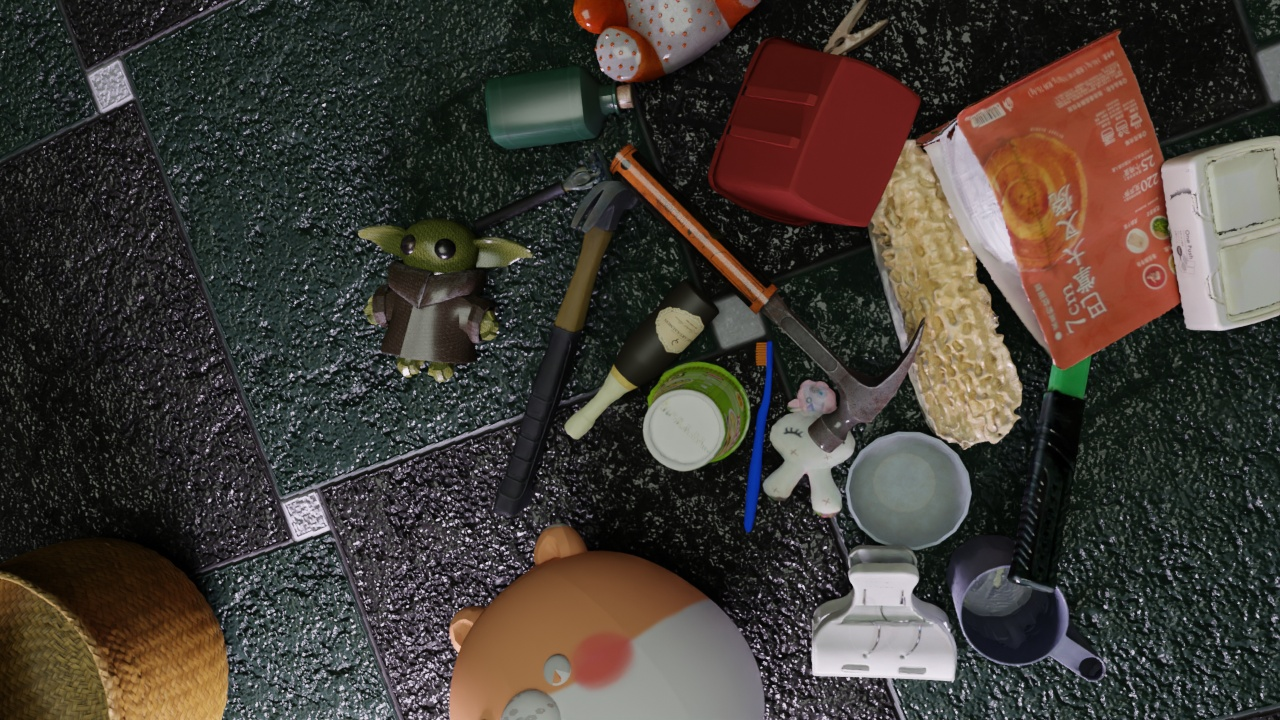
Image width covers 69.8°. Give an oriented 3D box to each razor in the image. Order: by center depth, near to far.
[{"bbox_3d":[-0.096,-0.155,0.877,0.144,0.022,0.043,-21,90,13],"label":"razor"}]

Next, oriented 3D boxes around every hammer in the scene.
[{"bbox_3d":[0.347,0.028,0.747,0.130,0.032,0.318,17,78,0],"label":"hammer"},{"bbox_3d":[0.101,-0.076,0.785,0.314,0.034,0.138,45,113,2],"label":"hammer"},{"bbox_3d":[-0.075,-0.006,0.852,0.025,0.117,0.333,22,104,11],"label":"hammer"}]

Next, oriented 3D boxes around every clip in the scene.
[{"bbox_3d":[0.184,-0.295,0.807,0.061,0.024,0.041,-28,90,16],"label":"clip"},{"bbox_3d":[0.214,0.240,0.809,0.126,0.095,0.152,-1,126,9],"label":"clip"}]

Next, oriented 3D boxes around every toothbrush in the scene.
[{"bbox_3d":[0.108,0.072,0.860,0.018,0.016,0.182,8,97,16],"label":"toothbrush"}]

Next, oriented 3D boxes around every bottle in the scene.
[{"bbox_3d":[-0.071,-0.235,0.844,0.131,0.061,0.061,-5,92,12],"label":"bottle"},{"bbox_3d":[-0.005,0.005,0.862,0.045,0.045,0.185,45,102,5],"label":"bottle"}]

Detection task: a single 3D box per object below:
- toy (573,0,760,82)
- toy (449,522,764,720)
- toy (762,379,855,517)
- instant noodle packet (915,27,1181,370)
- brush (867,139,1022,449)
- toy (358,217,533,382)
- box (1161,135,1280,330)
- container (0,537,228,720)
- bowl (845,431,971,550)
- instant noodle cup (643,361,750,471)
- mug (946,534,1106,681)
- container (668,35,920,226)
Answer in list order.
[{"bbox_3d":[0.008,-0.346,0.803,0.164,0.092,0.172,-32,87,14],"label":"toy"},{"bbox_3d":[-0.039,0.291,0.789,0.263,0.265,0.280,-44,71,9],"label":"toy"},{"bbox_3d":[0.155,0.079,0.841,0.079,0.038,0.122,8,94,18],"label":"toy"},{"bbox_3d":[0.349,-0.124,0.732,0.164,0.084,0.221,-28,90,-13],"label":"instant noodle packet"},{"bbox_3d":[0.259,-0.056,0.797,0.083,0.056,0.271,-16,92,10],"label":"brush"},{"bbox_3d":[-0.197,-0.059,0.878,0.179,0.078,0.153,8,96,13],"label":"toy"},{"bbox_3d":[0.514,-0.111,0.731,0.183,0.050,0.143,-16,99,-10],"label":"box"},{"bbox_3d":[-0.584,0.331,0.936,0.307,0.196,0.307,1,97,12],"label":"container"},{"bbox_3d":[0.239,0.113,0.826,0.106,0.039,0.106,1,95,11],"label":"bowl"},{"bbox_3d":[0.046,0.055,0.825,0.099,0.108,0.099,1,96,10],"label":"instant noodle cup"},{"bbox_3d":[0.326,0.212,0.784,0.124,0.104,0.084,33,100,7],"label":"mug"},{"bbox_3d":[0.125,-0.196,0.794,0.127,0.201,0.148,17,100,-28],"label":"container"}]
